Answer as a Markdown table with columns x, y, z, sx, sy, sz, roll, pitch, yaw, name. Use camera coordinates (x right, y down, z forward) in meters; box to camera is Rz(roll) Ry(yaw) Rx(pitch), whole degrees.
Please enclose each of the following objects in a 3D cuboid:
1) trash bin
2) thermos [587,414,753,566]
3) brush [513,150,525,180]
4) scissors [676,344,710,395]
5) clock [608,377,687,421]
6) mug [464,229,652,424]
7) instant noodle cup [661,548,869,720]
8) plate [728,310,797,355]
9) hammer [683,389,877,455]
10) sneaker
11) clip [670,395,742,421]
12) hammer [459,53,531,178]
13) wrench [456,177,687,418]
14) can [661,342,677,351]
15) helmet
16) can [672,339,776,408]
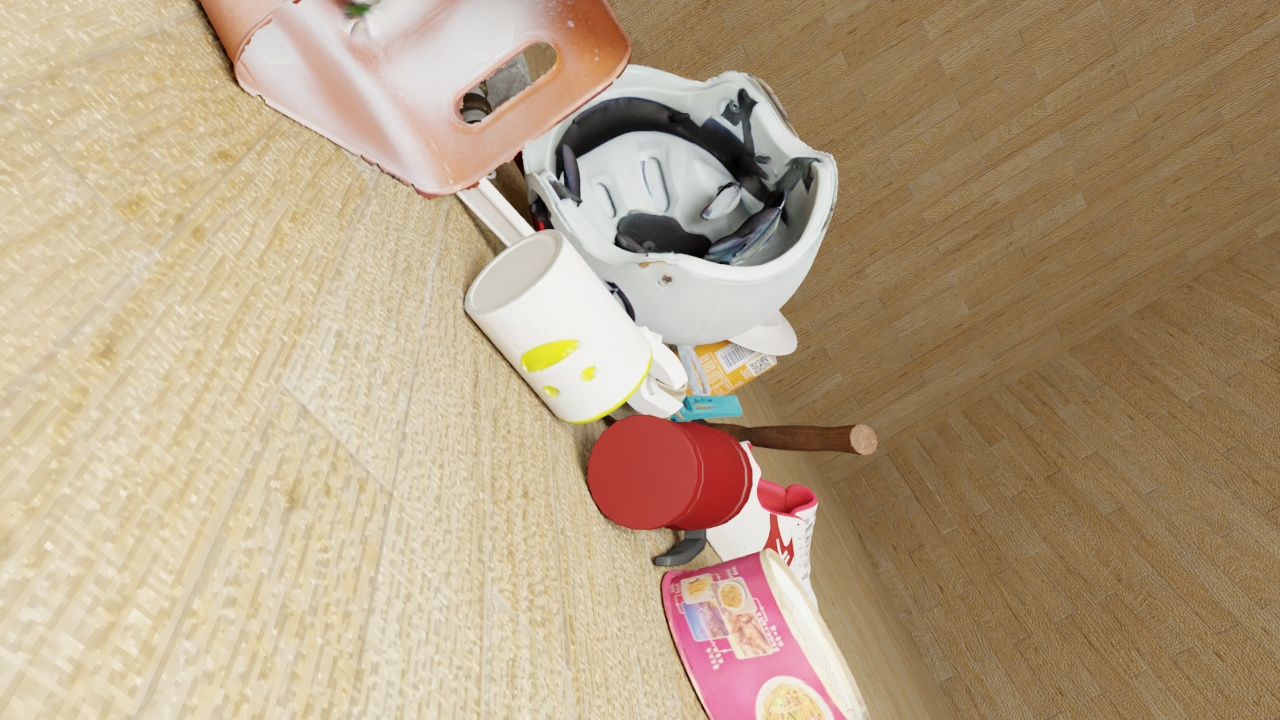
| x | y | z | sx | sy | sz | roll | pitch | yaw | name |
| --- | --- | --- | --- | --- | --- | --- | --- | --- | --- |
| -0.139 | -0.235 | 0.557 | 0.157 | 0.182 | 0.259 | 58 | 9 | 12 | trash bin |
| 0.030 | 0.099 | 0.691 | 0.198 | 0.084 | 0.108 | 25 | 65 | -71 | thermos |
| -0.068 | -0.172 | 0.862 | 0.042 | 0.082 | 0.173 | 24 | -25 | 37 | brush |
| 0.039 | -0.026 | 1.021 | 0.173 | 0.014 | 0.170 | 60 | 21 | -3 | scissors |
| -0.005 | 0.005 | 0.786 | 0.093 | 0.055 | 0.140 | 31 | 19 | -18 | clock |
| -0.053 | -0.022 | 0.611 | 0.106 | 0.083 | 0.082 | 51 | 11 | -31 | mug |
| 0.094 | 0.210 | 0.645 | 0.178 | 0.078 | 0.178 | 56 | 9 | -15 | instant noodle cup |
| 0.105 | -0.072 | 1.071 | 0.188 | 0.016 | 0.188 | 24 | 27 | -13 | plate |
| 0.121 | 0.075 | 0.906 | 0.115 | 0.033 | 0.324 | 41 | -17 | -15 | hammer |
| 0.137 | 0.177 | 0.915 | 0.236 | 0.104 | 0.090 | 55 | 9 | -20 | sneaker |
| 0.024 | 0.057 | 0.869 | 0.120 | 0.104 | 0.027 | 24 | 27 | -37 | clip |
| -0.165 | -0.261 | 0.871 | 0.177 | 0.079 | 0.325 | 49 | 18 | -47 | hammer |
| -0.064 | -0.063 | 0.698 | 0.273 | 0.066 | 0.018 | 47 | 52 | 9 | wrench |
| 0.006 | -0.048 | 1.129 | 0.054 | 0.054 | 0.135 | 63 | 10 | 27 | can |
| 0.020 | -0.123 | 0.777 | 0.264 | 0.236 | 0.164 | 41 | -31 | 20 | helmet |
| 0.089 | 0.005 | 1.113 | 0.079 | 0.142 | 0.079 | 56 | 9 | -14 | can |
